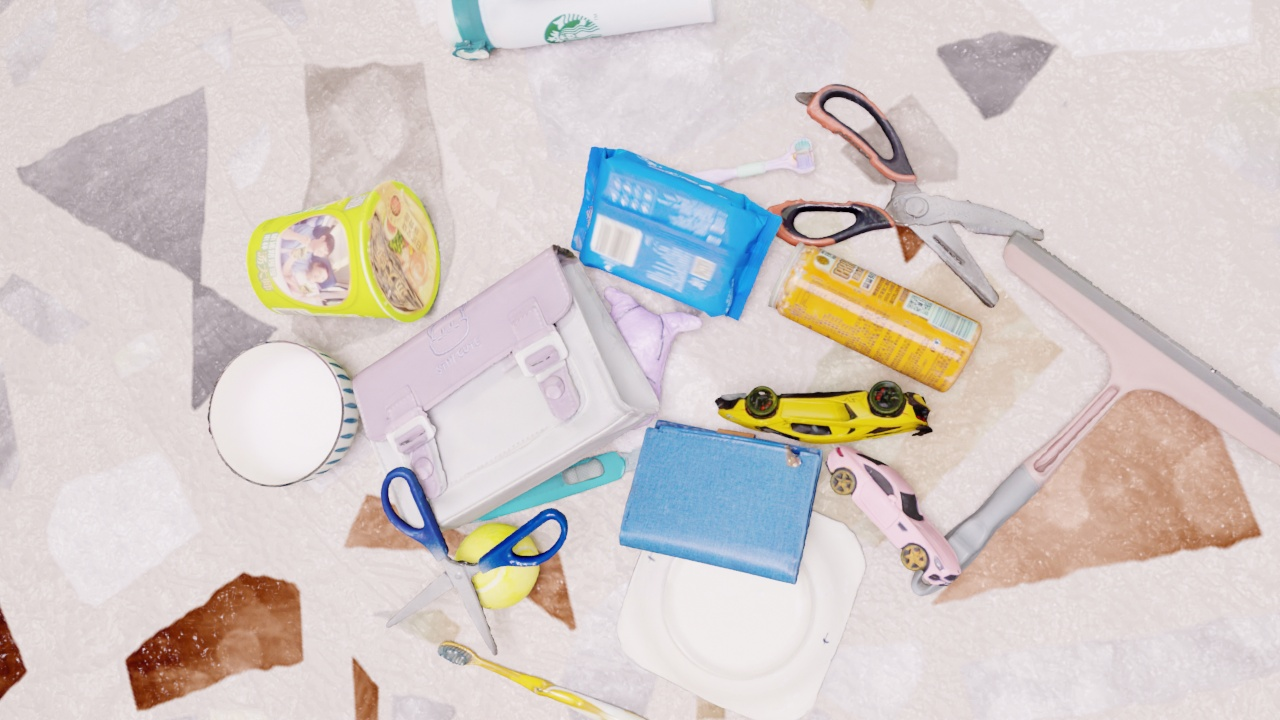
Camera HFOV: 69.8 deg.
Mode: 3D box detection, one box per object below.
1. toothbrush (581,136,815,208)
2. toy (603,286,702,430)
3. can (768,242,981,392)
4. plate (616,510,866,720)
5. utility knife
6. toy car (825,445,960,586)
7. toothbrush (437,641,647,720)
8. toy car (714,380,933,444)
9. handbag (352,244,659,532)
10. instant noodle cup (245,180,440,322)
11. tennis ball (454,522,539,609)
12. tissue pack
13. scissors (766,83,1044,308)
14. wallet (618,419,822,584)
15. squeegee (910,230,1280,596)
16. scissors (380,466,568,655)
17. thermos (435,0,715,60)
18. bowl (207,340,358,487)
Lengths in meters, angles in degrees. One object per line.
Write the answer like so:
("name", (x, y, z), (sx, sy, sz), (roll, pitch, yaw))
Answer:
("toothbrush", (0.042, -0.143, 0.725), (0.189, 0.021, 0.029), (-9, 77, 16))
("toy", (-0.004, 0.004, 0.716), (0.084, 0.039, 0.108), (17, 88, 16))
("can", (0.172, -0.033, 0.678), (0.146, 0.058, 0.058), (27, 89, 12))
("plate", (0.072, 0.178, 0.688), (0.164, 0.034, 0.164), (20, 88, 11))
("utility knife", (-0.050, 0.091, 0.729), (0.223, 0.013, 0.029), (-18, 80, 8))
("toy car", (0.181, 0.106, 0.651), (0.037, 0.056, 0.122), (-51, 58, 18))
("toothbrush", (-0.073, 0.257, 0.714), (0.191, 0.018, 0.016), (18, 89, 12))
("toy car", (0.132, 0.040, 0.672), (0.156, 0.071, 0.041), (-1, 80, 13))
("handbag", (-0.106, 0.024, 0.681), (0.197, 0.098, 0.145), (-31, 75, 15))
("instant noodle cup", (-0.244, -0.082, 0.741), (0.123, 0.111, 0.111), (-3, 83, 18))
("tennis ball", (-0.111, 0.158, 0.707), (0.065, 0.065, 0.065), (-1, 84, 10))
("tissue pack", (0.024, -0.099, 0.704), (0.157, 0.052, 0.095), (23, 118, 13))
("scissors", (0.191, -0.126, 0.707), (0.227, 0.015, 0.189), (-6, 83, 9))
("wallet", (0.059, 0.099, 0.671), (0.133, 0.040, 0.106), (9, 64, 15))
("squeegee", (0.283, 0.077, 0.656), (0.247, 0.040, 0.250), (45, 100, 23))
("scissors", (-0.132, 0.143, 0.660), (0.173, 0.012, 0.162), (-36, 107, 18))
("thermos", (-0.054, -0.291, 0.742), (0.224, 0.073, 0.073), (-4, 83, 10))
("bowl", (-0.281, 0.044, 0.750), (0.116, 0.066, 0.116), (-1, 85, 10))
